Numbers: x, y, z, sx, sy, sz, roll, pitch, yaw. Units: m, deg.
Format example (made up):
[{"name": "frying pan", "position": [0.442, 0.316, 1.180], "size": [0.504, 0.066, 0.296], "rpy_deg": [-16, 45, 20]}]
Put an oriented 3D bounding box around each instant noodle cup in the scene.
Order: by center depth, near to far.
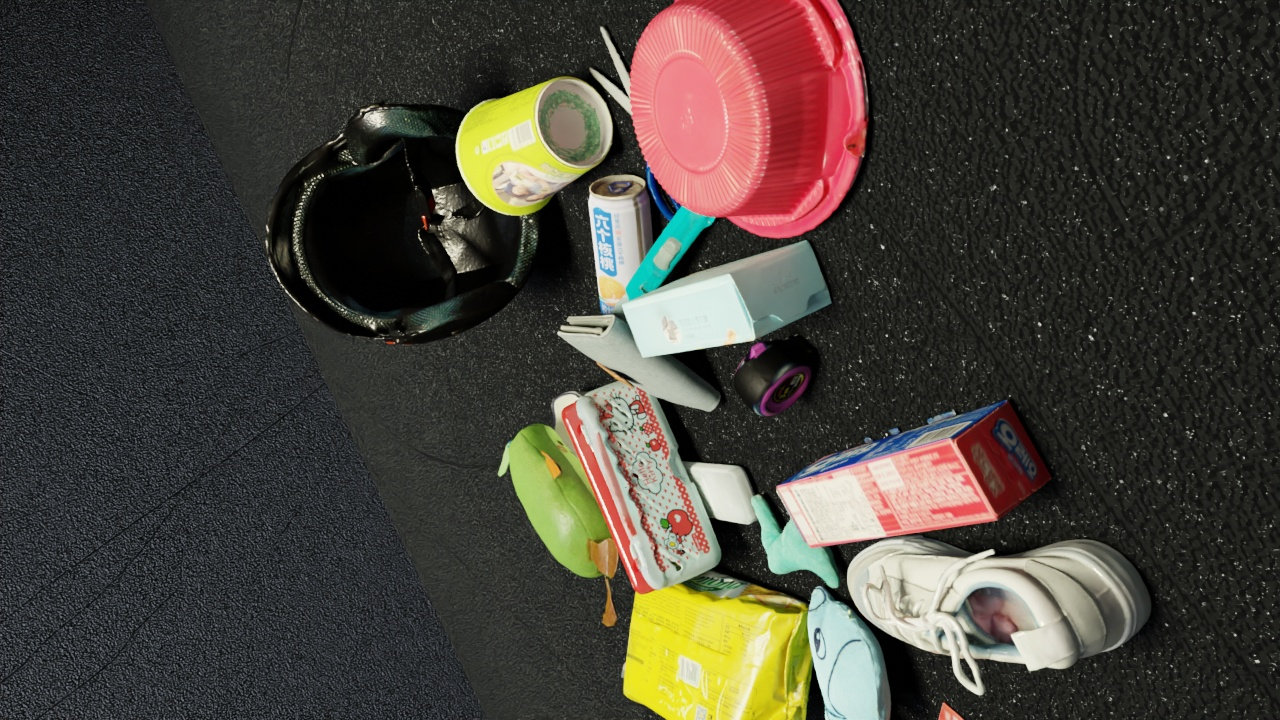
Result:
[{"name": "instant noodle cup", "position": [0.055, -0.167, 0.603], "size": [0.194, 0.065, 0.194], "rpy_deg": [38, 140, 40]}, {"name": "instant noodle cup", "position": [-0.088, -0.196, 0.821], "size": [0.124, 0.111, 0.112], "rpy_deg": [-6, 107, 54]}]

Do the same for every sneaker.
[{"name": "sneaker", "position": [0.201, 0.167, 0.600], "size": [0.089, 0.090, 0.243], "rpy_deg": [66, 155, 2]}]

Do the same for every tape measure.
[{"name": "tape measure", "position": [0.099, 0.011, 0.694], "size": [0.039, 0.057, 0.057], "rpy_deg": [48, 152, 33]}]

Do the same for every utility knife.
[{"name": "utility knife", "position": [0.018, -0.082, 0.762], "size": [0.029, 0.013, 0.187], "rpy_deg": [46, 135, 8]}]

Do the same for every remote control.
[{"name": "remote control", "position": [0.068, 0.126, 0.888], "size": [0.136, 0.020, 0.056], "rpy_deg": [-9, 103, 63]}]

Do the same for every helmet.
[{"name": "helmet", "position": [-0.235, -0.134, 0.960], "size": [0.230, 0.275, 0.233], "rpy_deg": [-100, -2, -88]}]

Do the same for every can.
[{"name": "can", "position": [-0.014, -0.094, 0.817], "size": [0.053, 0.053, 0.135], "rpy_deg": [36, 142, 45]}]

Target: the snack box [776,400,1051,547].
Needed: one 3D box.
[{"name": "snack box", "position": [0.172, 0.082, 0.620], "size": [0.058, 0.057, 0.208], "rpy_deg": [61, 153, 3]}]

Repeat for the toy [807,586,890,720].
[{"name": "toy", "position": [0.175, 0.270, 0.757], "size": [0.161, 0.049, 0.156], "rpy_deg": [-116, 21, -46]}]

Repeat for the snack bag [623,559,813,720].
[{"name": "snack bag", "position": [0.067, 0.290, 0.892], "size": [0.247, 0.068, 0.158], "rpy_deg": [2, 83, 57]}]

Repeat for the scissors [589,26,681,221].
[{"name": "scissors", "position": [0.007, -0.187, 0.747], "size": [0.162, 0.012, 0.163], "rpy_deg": [33, 138, 49]}]

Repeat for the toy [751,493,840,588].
[{"name": "toy", "position": [0.128, 0.157, 0.795], "size": [0.096, 0.030, 0.092], "rpy_deg": [66, 152, 12]}]

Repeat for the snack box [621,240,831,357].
[{"name": "snack box", "position": [0.059, -0.043, 0.700], "size": [0.175, 0.074, 0.051], "rpy_deg": [-9, 105, 63]}]

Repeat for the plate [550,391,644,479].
[{"name": "plate", "position": [-0.032, 0.124, 1.045], "size": [0.205, 0.045, 0.205], "rpy_deg": [43, 145, 40]}]

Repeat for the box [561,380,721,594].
[{"name": "box", "position": [0.005, 0.118, 0.892], "size": [0.201, 0.098, 0.095], "rpy_deg": [67, -172, 11]}]

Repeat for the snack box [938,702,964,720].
[{"name": "snack box", "position": [0.255, 0.350, 0.706], "size": [0.113, 0.044, 0.127], "rpy_deg": [38, 143, 43]}]

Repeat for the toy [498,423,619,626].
[{"name": "toy", "position": [-0.080, 0.164, 1.017], "size": [0.246, 0.090, 0.227], "rpy_deg": [53, 162, 32]}]

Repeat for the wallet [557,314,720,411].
[{"name": "wallet", "position": [-0.005, 0.005, 0.831], "size": [0.129, 0.037, 0.107], "rpy_deg": [34, 166, -26]}]

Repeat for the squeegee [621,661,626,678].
[{"name": "squeegee", "position": [0.033, 0.326, 1.096], "size": [0.248, 0.040, 0.250], "rpy_deg": [13, 129, 49]}]
